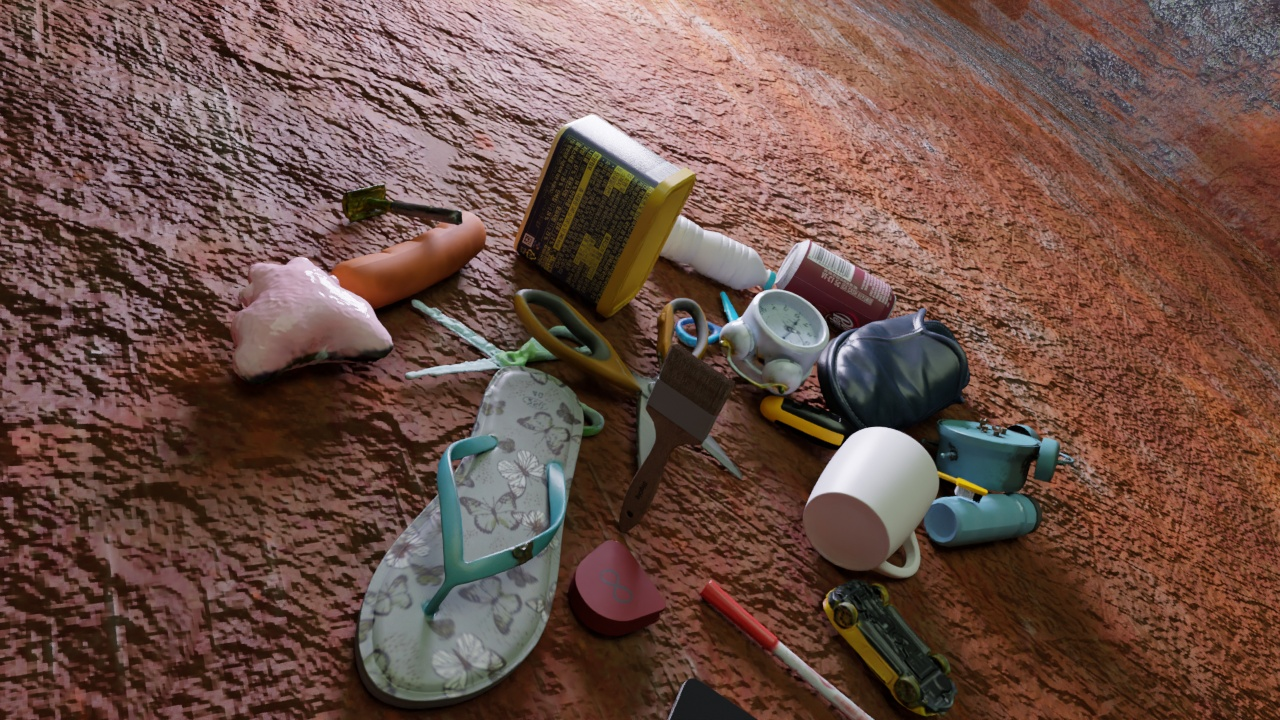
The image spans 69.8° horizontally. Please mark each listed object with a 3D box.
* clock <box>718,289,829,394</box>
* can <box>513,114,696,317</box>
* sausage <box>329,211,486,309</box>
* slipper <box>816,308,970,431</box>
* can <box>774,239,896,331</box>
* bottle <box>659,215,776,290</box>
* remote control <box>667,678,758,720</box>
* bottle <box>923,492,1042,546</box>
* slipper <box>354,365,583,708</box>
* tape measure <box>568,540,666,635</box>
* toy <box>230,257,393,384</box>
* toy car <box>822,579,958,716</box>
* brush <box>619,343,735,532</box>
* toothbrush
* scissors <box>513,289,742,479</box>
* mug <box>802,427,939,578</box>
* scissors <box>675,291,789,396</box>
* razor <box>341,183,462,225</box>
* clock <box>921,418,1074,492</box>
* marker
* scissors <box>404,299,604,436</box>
[{"bbox_3d":[0.114,-0.011,0.798,0.083,0.057,0.117,38,44,9],"label":"clock"},{"bbox_3d":[-0.033,-0.123,0.776,0.104,0.135,0.075,35,35,9],"label":"can"},{"bbox_3d":[-0.171,-0.075,0.698,0.044,0.039,0.163,32,35,12],"label":"sausage"},{"bbox_3d":[0.265,0.001,0.868,0.264,0.084,0.109,-15,76,-46],"label":"slipper"},{"bbox_3d":[0.200,-0.073,0.946,0.114,0.063,0.063,29,35,-3],"label":"can"},{"bbox_3d":[0.071,-0.105,0.907,0.136,0.044,0.044,23,36,-12],"label":"bottle"},{"bbox_3d":[0.081,0.239,0.527,0.146,0.008,0.045,33,35,3],"label":"remote control"},{"bbox_3d":[0.298,0.135,0.786,0.129,0.040,0.040,2,44,-35],"label":"bottle"},{"bbox_3d":[-0.079,0.086,0.551,0.098,0.055,0.268,29,37,-7],"label":"slipper"},{"bbox_3d":[-0.020,0.141,0.563,0.051,0.019,0.059,-7,43,-38],"label":"tape measure"},{"bbox_3d":[-0.221,-0.028,0.593,0.102,0.050,0.093,-14,58,-41],"label":"toy"},{"bbox_3d":[0.169,0.195,0.625,0.049,0.030,0.107,-9,49,-44],"label":"toy car"},{"bbox_3d":[0.014,0.058,0.579,0.045,0.143,0.008,33,33,18],"label":"brush"},{"bbox_3d":[0.193,0.073,0.766,0.197,0.031,0.031,22,19,10],"label":"toothbrush"},{"bbox_3d":[-0.003,0.005,0.719,0.229,0.016,0.224,31,40,-16],"label":"scissors"},{"bbox_3d":[0.179,0.121,0.696,0.087,0.081,0.114,-37,103,-47],"label":"mug"},{"bbox_3d":[0.087,-0.020,0.845,0.140,0.011,0.134,8,44,-28],"label":"scissors"},{"bbox_3d":[-0.181,-0.118,0.717,0.106,0.026,0.042,13,24,29],"label":"razor"},{"bbox_3d":[0.322,0.083,0.822,0.124,0.053,0.090,9,10,-1],"label":"clock"},{"bbox_3d":[0.097,0.193,0.592,0.142,0.013,0.012,39,36,10],"label":"marker"},{"bbox_3d":[-0.096,-0.001,0.688,0.171,0.024,0.165,35,41,2],"label":"scissors"}]
